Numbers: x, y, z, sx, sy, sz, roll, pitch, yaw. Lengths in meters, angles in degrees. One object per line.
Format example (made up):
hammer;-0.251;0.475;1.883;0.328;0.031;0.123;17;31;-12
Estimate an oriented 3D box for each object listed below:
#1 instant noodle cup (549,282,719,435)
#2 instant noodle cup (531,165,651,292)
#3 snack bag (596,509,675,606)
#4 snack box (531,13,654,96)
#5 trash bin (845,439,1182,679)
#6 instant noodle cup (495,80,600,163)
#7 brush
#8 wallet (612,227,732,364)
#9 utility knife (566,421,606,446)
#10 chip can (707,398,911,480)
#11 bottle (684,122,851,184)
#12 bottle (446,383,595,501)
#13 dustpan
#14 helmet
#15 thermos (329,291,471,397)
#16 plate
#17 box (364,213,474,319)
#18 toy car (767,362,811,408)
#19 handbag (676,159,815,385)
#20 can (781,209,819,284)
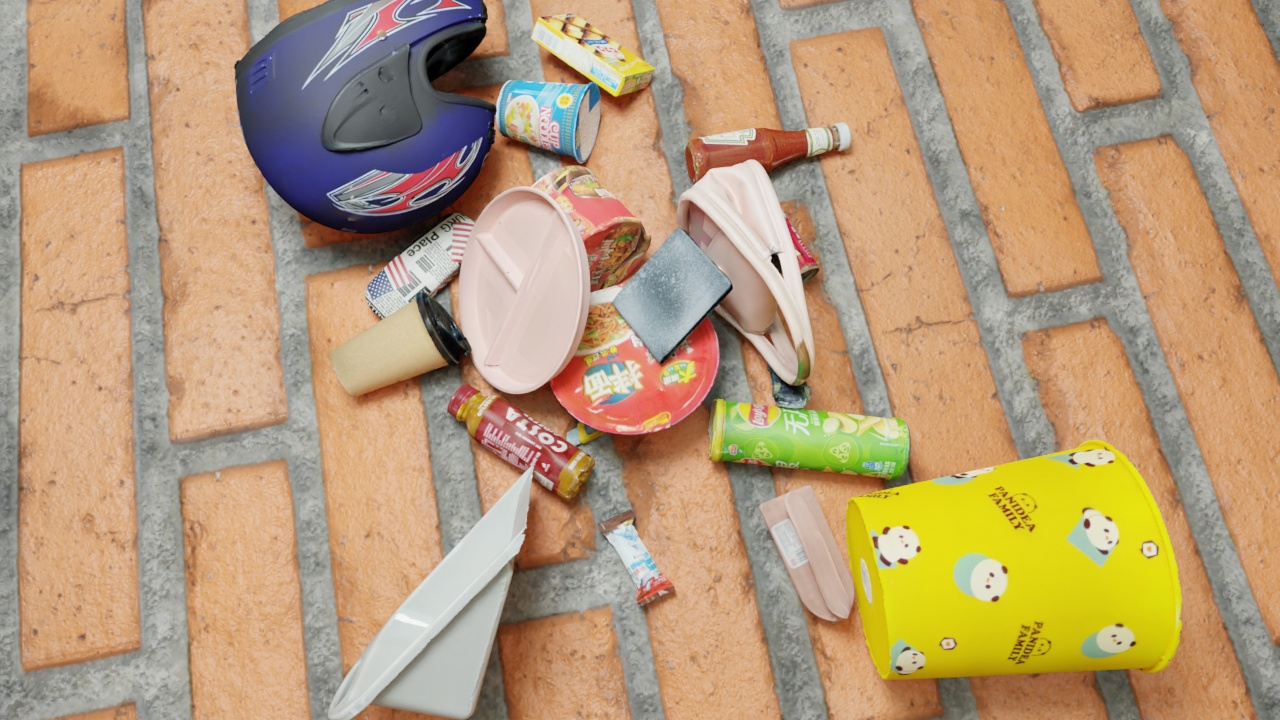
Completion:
instant noodle cup;-0.006;0.006;1.044;0.194;0.066;0.193;-3;64;5
instant noodle cup;-0.075;-0.151;1.072;0.137;0.138;0.108;-32;68;-9
snack bag;-0.005;0.217;1.014;0.048;0.026;0.104;-22;75;-19
snack box;-0.060;-0.390;1.166;0.140;0.034;0.086;39;35;9
trash bin;0.354;0.212;0.924;0.255;0.230;0.229;-9;74;3
instant noodle cup;-0.116;-0.303;1.138;0.110;0.099;0.099;13;74;11
brush;0.185;0.212;0.993;0.063;0.073;0.145;-21;76;-7
wallet;0.034;-0.071;1.002;0.121;0.019;0.097;-48;64;19
utility knife;-0.014;0.057;1.066;0.171;0.015;0.033;-28;73;-8
chip can;0.188;0.089;1.029;0.221;0.073;0.072;6;73;1
bottle;0.160;-0.262;1.141;0.206;0.060;0.059;-12;74;-7
bottle;-0.137;0.089;1.035;0.175;0.057;0.057;33;76;9
dustpan;-0.207;0.237;0.905;0.142;0.222;0.258;14;97;-7
helmet;-0.285;-0.280;1.051;0.315;0.247;0.240;-31;104;-12
thermos;-0.276;-0.015;1.053;0.143;0.093;0.093;-26;75;0
plate;-0.131;-0.077;1.024;0.028;0.230;0.229;0;68;-43
box;-0.259;-0.112;1.107;0.164;0.051;0.068;-43;69;-13
toy car;0.167;0.026;1.045;0.043;0.034;0.090;7;30;-4
handbag;0.129;-0.080;1.005;0.093;0.193;0.234;-25;68;-9
can;0.159;-0.151;1.109;0.053;0.053;0.132;-27;76;-8
